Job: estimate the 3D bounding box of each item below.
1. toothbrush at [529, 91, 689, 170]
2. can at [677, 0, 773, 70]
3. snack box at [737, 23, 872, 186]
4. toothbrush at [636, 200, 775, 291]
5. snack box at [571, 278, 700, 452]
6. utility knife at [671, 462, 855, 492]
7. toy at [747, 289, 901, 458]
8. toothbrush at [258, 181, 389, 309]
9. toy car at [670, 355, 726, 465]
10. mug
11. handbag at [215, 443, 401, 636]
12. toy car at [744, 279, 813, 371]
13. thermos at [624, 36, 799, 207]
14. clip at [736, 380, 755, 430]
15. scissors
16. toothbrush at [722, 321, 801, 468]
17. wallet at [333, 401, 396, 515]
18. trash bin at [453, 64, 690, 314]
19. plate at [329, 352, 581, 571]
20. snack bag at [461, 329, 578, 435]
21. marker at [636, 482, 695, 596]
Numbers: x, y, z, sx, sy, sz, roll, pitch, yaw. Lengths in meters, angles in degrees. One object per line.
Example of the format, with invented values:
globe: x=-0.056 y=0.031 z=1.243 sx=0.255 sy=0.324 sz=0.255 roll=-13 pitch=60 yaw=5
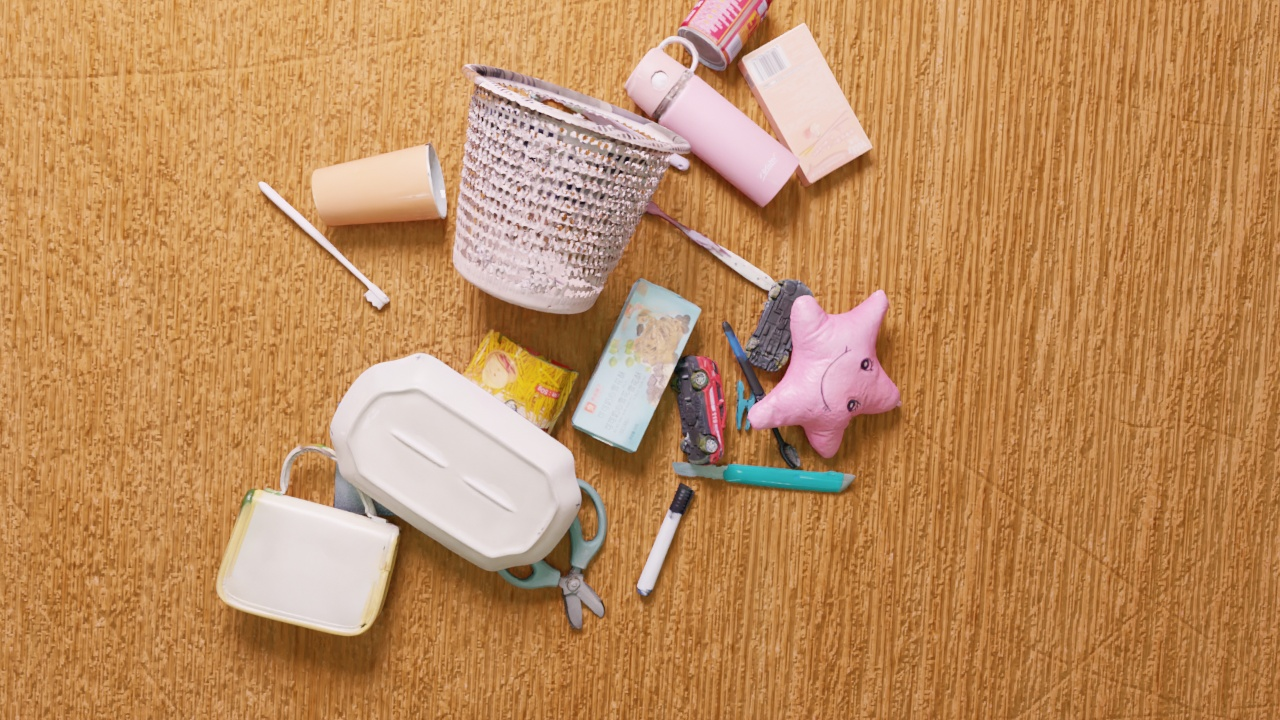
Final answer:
toothbrush: x=-0.032 y=-0.252 z=0.994 sx=0.189 sy=0.029 sz=0.021 roll=25 pitch=51 yaw=-7
can: x=0.092 y=-0.367 z=0.979 sx=0.066 sy=0.066 sz=0.094 roll=37 pitch=88 yaw=-6
snack box: x=0.181 y=-0.281 z=1.011 sx=0.084 sy=0.026 sz=0.157 roll=-30 pitch=95 yaw=-6
toothbrush: x=0.071 y=-0.128 z=1.011 sx=0.187 sy=0.017 sz=0.016 roll=32 pitch=85 yaw=-8
snack box: x=-0.006 y=0.006 z=0.988 sx=0.074 sy=0.051 sz=0.175 roll=25 pitch=89 yaw=-7
utility knife: x=0.137 y=0.128 z=1.024 sx=0.209 sy=0.013 sz=0.029 roll=6 pitch=117 yaw=-8
toy: x=0.219 y=0.012 z=0.999 sx=0.178 sy=0.074 sz=0.195 roll=19 pitch=98 yaw=-24
toothbrush: x=-0.336 y=-0.121 z=0.968 sx=0.016 sy=0.016 sz=0.180 roll=-45 pitch=96 yaw=3
toy car: x=0.068 y=0.054 z=0.996 sx=0.045 sy=0.053 sz=0.120 roll=-4 pitch=88 yaw=-29
mug: x=-0.269 y=-0.177 z=0.946 sx=0.123 sy=0.078 sz=0.078 roll=-8 pitch=92 yaw=-1
handbag: x=-0.332 y=0.181 z=0.955 sx=0.163 sy=0.063 sz=0.178 roll=16 pitch=87 yaw=-6
toy car: x=0.152 y=-0.040 z=1.013 sx=0.049 sy=0.031 sz=0.105 roll=24 pitch=93 yaw=-10
thermos: x=0.081 y=-0.258 z=0.981 sx=0.198 sy=0.067 sz=0.087 roll=39 pitch=93 yaw=-5
clip: x=0.116 y=0.050 z=1.021 sx=0.048 sy=0.014 sz=0.057 roll=5 pitch=90 yaw=-8
scissors: x=-0.101 y=0.219 z=0.990 sx=0.169 sy=0.019 sz=0.177 roll=-7 pitch=98 yaw=-21
toothbrush: x=0.134 y=0.039 z=1.009 sx=0.014 sy=0.016 sz=0.189 roll=-32 pitch=104 yaw=-19
wallet: x=-0.277 y=0.106 z=0.981 sx=0.097 sy=0.019 sz=0.121 roll=3 pitch=93 yaw=-4
trash bin: x=-0.088 y=-0.160 z=0.899 sx=0.227 sy=0.227 sz=0.192 roll=18 pitch=109 yaw=-6
plate: x=-0.187 y=0.109 z=0.925 sx=0.265 sy=0.034 sz=0.162 roll=36 pitch=96 yaw=-7
snack bag: x=-0.159 y=0.080 z=0.969 sx=0.128 sy=0.073 sz=0.208 roll=28 pitch=92 yaw=-18
marker: x=0.028 y=0.199 z=1.015 sx=0.022 sy=0.018 sz=0.130 roll=22 pitch=89 yaw=-16
